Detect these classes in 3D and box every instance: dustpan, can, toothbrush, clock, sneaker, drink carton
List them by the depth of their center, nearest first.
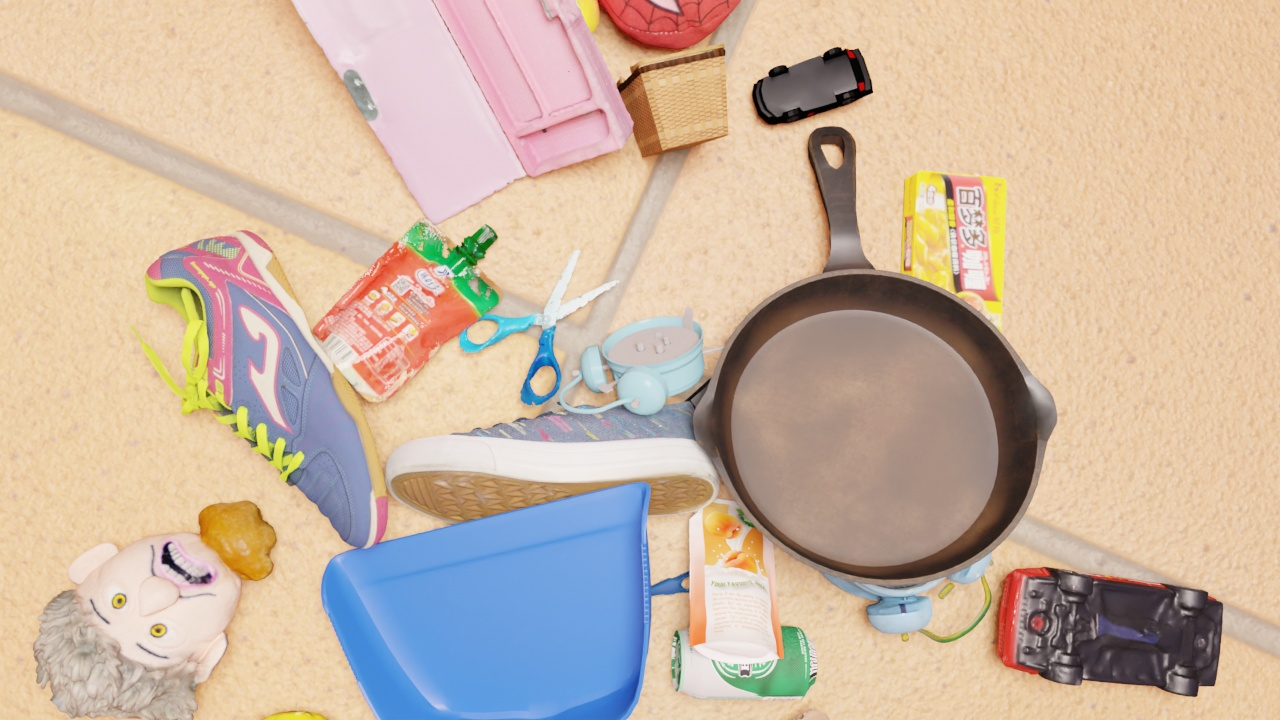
[{"bbox_3d":[-0.259,0.031,0.630,0.090,0.117,0.241,-27,85,-36],"label":"sneaker"},{"bbox_3d":[-0.078,0.238,0.632,0.246,0.059,0.257,-15,96,12],"label":"dustpan"},{"bbox_3d":[-0.004,0.004,0.656,0.123,0.087,0.042,-29,122,-28],"label":"clock"},{"bbox_3d":[0.067,0.153,0.666,0.069,0.039,0.122,11,49,-10],"label":"drink carton"},{"bbox_3d":[-0.062,0.069,0.667,0.235,0.088,0.079,-1,52,-3],"label":"sneaker"},{"bbox_3d":[0.076,0.221,0.673,0.101,0.053,0.053,3,86,-7],"label":"can"},{"bbox_3d":[0.195,0.136,0.688,0.118,0.060,0.162,-42,89,-8],"label":"clock"},{"bbox_3d":[0.029,0.170,0.691,0.132,0.016,0.021,-9,88,-9],"label":"toothbrush"}]

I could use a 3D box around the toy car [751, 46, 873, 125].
[{"bbox_3d":[0.133,-0.211,0.716,0.092,0.036,0.042,-17,87,3],"label":"toy car"}]

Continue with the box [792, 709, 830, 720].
[{"bbox_3d":[0.063,0.345,0.662,0.216,0.094,0.107,-27,66,-7],"label":"box"}]

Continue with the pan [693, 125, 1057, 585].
[{"bbox_3d":[0.158,-0.013,0.673,0.249,0.043,0.355,-3,68,0],"label":"pan"}]

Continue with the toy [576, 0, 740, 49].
[{"bbox_3d":[-0.023,-0.303,0.672,0.216,0.098,0.147,11,100,-4],"label":"toy"}]

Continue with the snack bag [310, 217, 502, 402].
[{"bbox_3d":[-0.164,-0.045,0.673,0.087,0.044,0.155,44,79,2],"label":"snack bag"}]

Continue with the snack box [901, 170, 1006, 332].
[{"bbox_3d":[0.246,-0.071,0.724,0.075,0.025,0.152,4,86,-6],"label":"snack box"}]

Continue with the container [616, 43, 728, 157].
[{"bbox_3d":[0.025,-0.186,0.669,0.063,0.114,0.061,-14,101,-7],"label":"container"}]

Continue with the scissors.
[{"bbox_3d":[-0.064,-0.022,0.682,0.132,0.015,0.110,-29,69,-9],"label":"scissors"}]

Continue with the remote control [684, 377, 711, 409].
[{"bbox_3d":[0.089,0.008,0.709,0.124,0.010,0.039,-36,91,-7],"label":"remote control"}]

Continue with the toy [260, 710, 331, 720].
[{"bbox_3d":[-0.243,0.291,0.639,0.095,0.041,0.094,6,89,-9],"label":"toy"}]

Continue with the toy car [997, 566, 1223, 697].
[{"bbox_3d":[0.364,0.207,0.706,0.189,0.056,0.081,10,86,-12],"label":"toy car"}]

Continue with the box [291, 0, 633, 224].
[{"bbox_3d":[-0.126,-0.228,0.634,0.180,0.059,0.233,-18,120,15],"label":"box"}]

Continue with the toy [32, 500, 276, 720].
[{"bbox_3d":[-0.324,0.168,0.623,0.132,0.076,0.175,42,75,-3],"label":"toy"}]
